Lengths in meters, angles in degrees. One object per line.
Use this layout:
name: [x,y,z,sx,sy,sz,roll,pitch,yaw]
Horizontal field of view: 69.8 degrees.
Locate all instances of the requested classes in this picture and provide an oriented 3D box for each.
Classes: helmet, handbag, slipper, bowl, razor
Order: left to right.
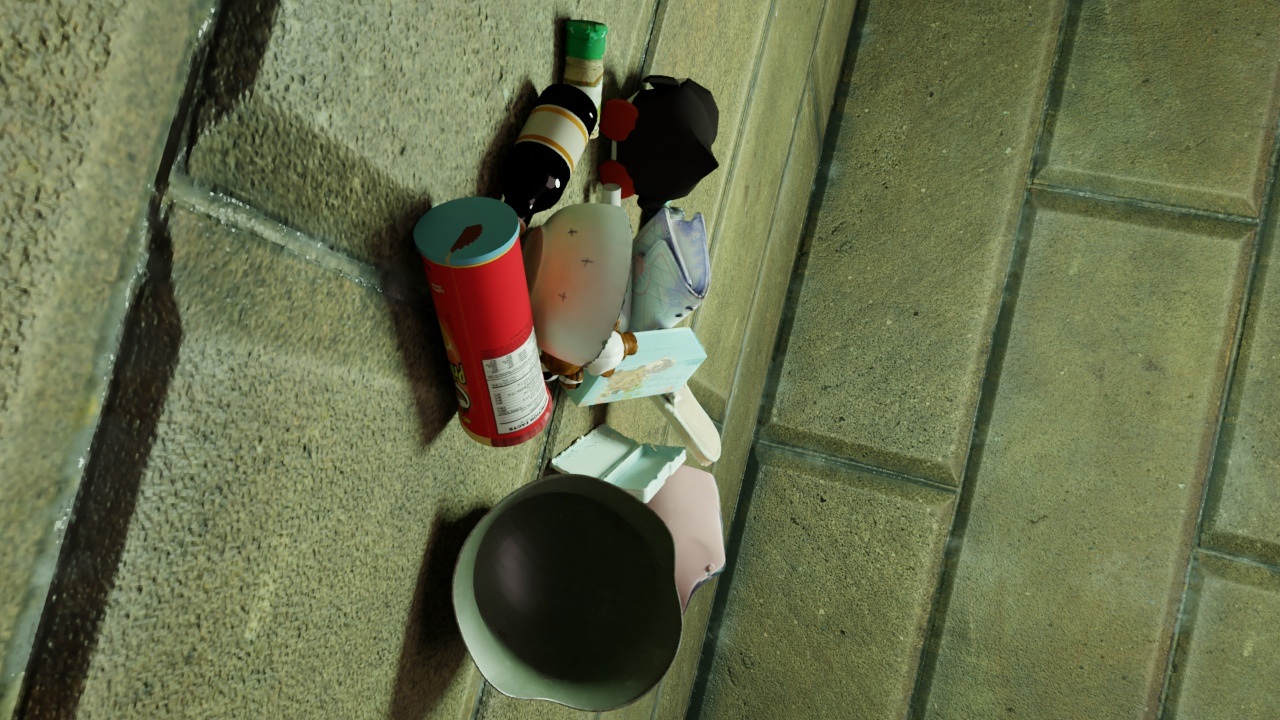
bowl: [-0.069,-0.076,0.841,0.154,0.072,0.153,-44,-141,52]
helmet: [-0.078,0.237,0.968,0.226,0.268,0.154,-41,-168,-12]
helmet: [-0.003,0.252,1.278,0.256,0.152,0.229,-46,-149,37]
razor: [0.019,-0.160,1.279,0.140,0.053,0.064,-69,152,-24]
handbag: [0.025,-0.102,1.150,0.159,0.069,0.126,-39,-129,57]
slipper: [0.045,0.032,1.264,0.263,0.052,0.114,56,25,-18]

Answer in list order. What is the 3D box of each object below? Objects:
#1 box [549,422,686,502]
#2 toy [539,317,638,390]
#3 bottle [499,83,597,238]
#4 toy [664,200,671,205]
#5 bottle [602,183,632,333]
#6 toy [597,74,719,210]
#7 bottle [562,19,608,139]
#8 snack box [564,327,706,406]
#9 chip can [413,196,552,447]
box: [-0.024,0.135,1.204,0.196,0.136,0.044,-31,134,-71]
toy: [-0.060,-0.012,0.998,0.112,0.067,0.087,-13,121,-35]
bottle: [-0.095,-0.168,0.830,0.059,0.059,0.181,78,29,-58]
toy: [0.043,-0.263,1.320,0.085,0.033,0.105,-68,167,7]
bottle: [-0.036,-0.119,1.105,0.052,0.052,0.196,-59,157,-49]
toy: [0.047,-0.274,1.102,0.183,0.140,0.159,-58,156,-52]
bottle: [-0.057,-0.278,0.911,0.043,0.043,0.111,-49,149,-60]
snack box: [-0.007,0.007,1.120,0.174,0.053,0.075,-6,147,-40]
chip can: [-0.129,-0.026,0.777,0.214,0.087,0.086,87,22,-45]
